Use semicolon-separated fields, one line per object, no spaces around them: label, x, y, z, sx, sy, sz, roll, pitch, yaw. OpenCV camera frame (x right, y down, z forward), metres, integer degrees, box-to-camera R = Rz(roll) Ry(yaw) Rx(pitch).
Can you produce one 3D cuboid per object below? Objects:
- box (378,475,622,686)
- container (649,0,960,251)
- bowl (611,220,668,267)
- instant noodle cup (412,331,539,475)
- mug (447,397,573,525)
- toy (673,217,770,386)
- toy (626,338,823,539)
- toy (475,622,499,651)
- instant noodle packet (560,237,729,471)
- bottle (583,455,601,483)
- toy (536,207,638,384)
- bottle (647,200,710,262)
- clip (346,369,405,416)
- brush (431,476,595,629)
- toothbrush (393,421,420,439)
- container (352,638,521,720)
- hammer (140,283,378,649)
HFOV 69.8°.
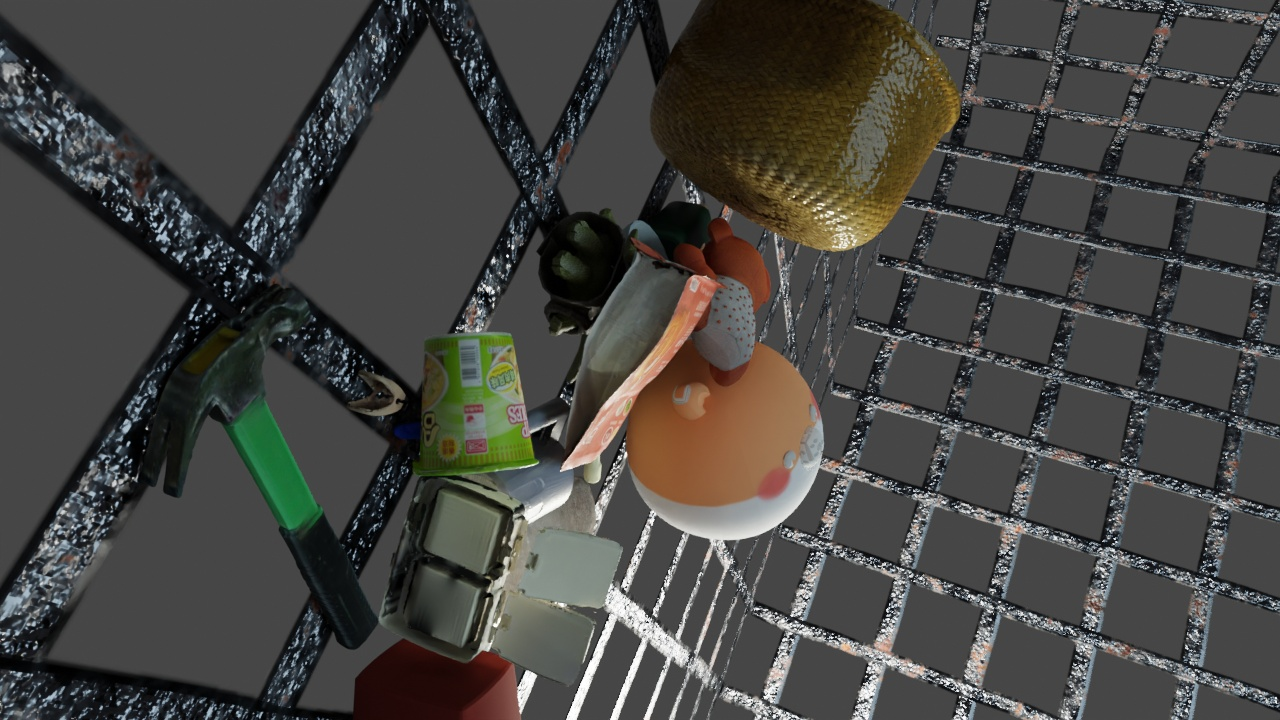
box;-0.120;0.187;0.777;0.050;0.184;0.143;-10;119;-75
container;0.168;-0.256;1.009;0.196;0.307;0.306;-61;160;2
bowl;-0.003;-0.101;1.033;0.106;0.039;0.106;41;40;-49
instant noodle cup;-0.133;0.033;0.732;0.098;0.099;0.108;1;85;-70
mug;-0.116;0.100;0.850;0.103;0.084;0.124;-24;140;-62
toy;0.093;-0.074;1.070;0.164;0.093;0.172;48;46;-32
toy;0.111;0.092;1.205;0.262;0.266;0.281;-56;144;-35
toy;-0.162;0.263;0.938;0.079;0.038;0.123;-57;153;-22
instant noodle packet;-0.005;0.005;0.891;0.221;0.084;0.164;-65;170;6
bottle;-0.051;0.063;1.062;0.045;0.045;0.185;-44;145;-54
toy;-0.052;-0.079;0.900;0.153;0.078;0.179;74;37;-70
bottle;0.051;-0.159;1.135;0.130;0.061;0.061;-50;148;-48
clip;-0.193;0.020;0.683;0.060;0.024;0.041;-15;122;-77
brush;-0.121;0.190;0.932;0.270;0.057;0.083;-30;109;-64
toothbrush;-0.161;0.061;0.809;0.018;0.016;0.182;-40;165;17
container;-0.176;0.360;0.815;0.126;0.148;0.201;-31;125;-64
hammer;-0.235;0.107;0.628;0.319;0.032;0.129;86;27;-45
